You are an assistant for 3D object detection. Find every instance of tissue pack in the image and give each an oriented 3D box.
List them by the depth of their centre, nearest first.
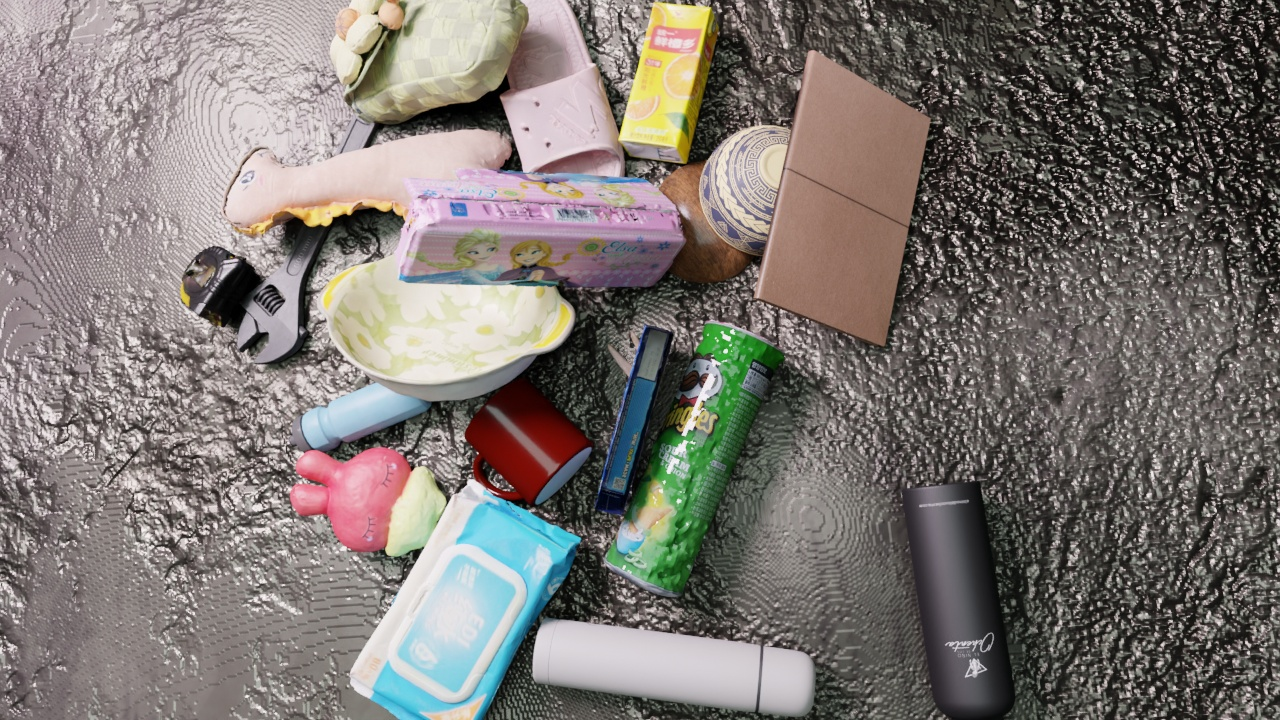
[{"bbox_3d":[-0.148,0.214,0.762,0.117,0.066,0.209,30,87,3],"label":"tissue pack"}]

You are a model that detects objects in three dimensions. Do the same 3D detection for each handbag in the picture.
[{"bbox_3d":[-0.197,-0.286,0.810,0.187,0.117,0.113,-2,72,33],"label":"handbag"}]

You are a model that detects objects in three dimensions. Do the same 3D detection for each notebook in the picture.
[{"bbox_3d":[0.172,-0.131,0.764,0.141,0.008,0.209,17,82,-30],"label":"notebook"}]

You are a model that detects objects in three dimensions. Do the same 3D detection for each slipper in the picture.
[{"bbox_3d":[-0.077,-0.236,0.828,0.094,0.064,0.239,-15,78,4],"label":"slipper"}]

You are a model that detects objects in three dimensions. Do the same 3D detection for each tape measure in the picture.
[{"bbox_3d":[-0.393,-0.074,0.846,0.063,0.038,0.067,29,85,35],"label":"tape measure"}]

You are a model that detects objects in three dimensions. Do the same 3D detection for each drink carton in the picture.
[{"bbox_3d":[0.027,-0.250,0.826,0.058,0.043,0.134,11,83,17],"label":"drink carton"}]

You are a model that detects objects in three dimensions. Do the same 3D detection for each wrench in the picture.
[{"bbox_3d":[-0.306,-0.123,0.863,0.073,0.018,0.273,22,83,9],"label":"wrench"}]

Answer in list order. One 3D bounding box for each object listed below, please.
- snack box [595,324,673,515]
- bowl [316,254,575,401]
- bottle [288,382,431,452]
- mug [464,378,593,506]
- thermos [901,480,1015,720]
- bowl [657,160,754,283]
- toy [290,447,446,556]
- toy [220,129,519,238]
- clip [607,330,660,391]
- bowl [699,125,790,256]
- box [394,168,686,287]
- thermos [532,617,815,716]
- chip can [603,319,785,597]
[{"bbox_3d":[-0.005,0.045,0.752,0.027,0.082,0.150,16,93,-2],"label":"snack box"},{"bbox_3d":[-0.162,-0.024,0.778,0.219,0.060,0.187,10,42,11],"label":"bowl"},{"bbox_3d":[-0.253,0.049,0.816,0.130,0.040,0.040,-22,79,3],"label":"bottle"},{"bbox_3d":[-0.103,0.081,0.783,0.082,0.073,0.106,43,117,11],"label":"mug"},{"bbox_3d":[0.252,0.213,0.716,0.061,0.061,0.231,-7,80,6],"label":"thermos"},{"bbox_3d":[0.058,-0.127,0.812,0.102,0.026,0.114,2,81,7],"label":"bowl"},{"bbox_3d":[-0.235,0.119,0.794,0.135,0.045,0.091,21,78,-4],"label":"toy"},{"bbox_3d":[-0.237,-0.136,0.816,0.264,0.065,0.196,-14,62,-6],"label":"toy"},{"bbox_3d":[-0.010,0.007,0.801,0.043,0.025,0.061,-24,84,3],"label":"clip"},{"bbox_3d":[0.111,-0.151,0.776,0.112,0.061,0.112,2,78,-10],"label":"bowl"},{"bbox_3d":[-0.083,-0.120,0.754,0.230,0.085,0.096,-1,62,-27],"label":"box"},{"bbox_3d":[0.027,0.249,0.743,0.224,0.052,0.052,5,82,8],"label":"thermos"},{"bbox_3d":[0.044,0.081,0.758,0.075,0.075,0.223,23,85,10],"label":"chip can"}]
